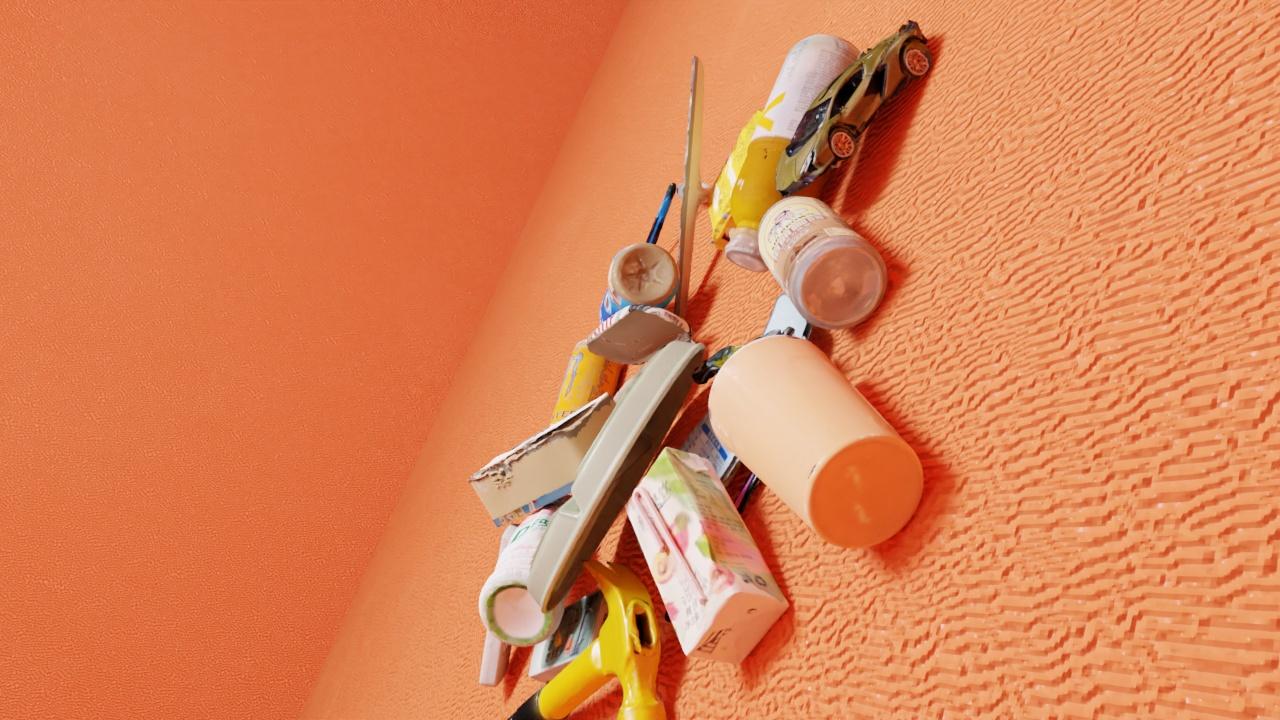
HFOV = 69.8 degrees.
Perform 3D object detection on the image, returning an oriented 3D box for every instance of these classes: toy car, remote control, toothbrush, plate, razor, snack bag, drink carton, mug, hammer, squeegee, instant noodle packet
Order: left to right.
[{"bbox_3d":[-0.127,0.231,0.876,0.058,0.021,0.150,-10,-70,-86],"label":"remote control"},{"bbox_3d":[-0.063,0.249,0.670,0.302,0.032,0.128,-53,34,43],"label":"hammer"},{"bbox_3d":[-0.055,0.224,0.744,0.135,0.019,0.056,-42,26,53],"label":"remote control"},{"bbox_3d":[-0.019,0.082,0.683,0.230,0.027,0.230,-59,-7,-12],"label":"plate"},{"bbox_3d":[0.009,-0.130,1.064,0.016,0.014,0.190,-62,-4,-48],"label":"toothbrush"},{"bbox_3d":[0.032,0.109,0.531,0.054,0.045,0.122,-57,34,22],"label":"drink carton"},{"bbox_3d":[0.059,-0.178,0.977,0.246,0.039,0.246,-86,0,-79],"label":"squeegee"},{"bbox_3d":[0.059,0.048,0.620,0.191,0.039,0.110,-57,3,17],"label":"snack bag"},{"bbox_3d":[0.058,0.001,0.607,0.042,0.022,0.143,-56,8,-12],"label":"razor"},{"bbox_3d":[0.068,0.087,0.584,0.189,0.017,0.014,-60,16,2],"label":"toothbrush"},{"bbox_3d":[0.099,-0.165,0.832,0.111,0.044,0.128,-57,14,28],"label":"instant noodle packet"},{"bbox_3d":[0.090,0.041,0.472,0.078,0.078,0.122,-61,21,10],"label":"mug"},{"bbox_3d":[0.147,-0.178,0.650,0.158,0.042,0.070,-51,12,-15],"label":"toy car"}]

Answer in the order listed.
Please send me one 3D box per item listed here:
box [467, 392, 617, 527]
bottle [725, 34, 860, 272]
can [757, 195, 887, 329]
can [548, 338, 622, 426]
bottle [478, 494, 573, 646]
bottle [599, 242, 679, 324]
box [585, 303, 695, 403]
[{"bbox_3d":[-0.079,0.093,0.858,0.185,0.062,0.089,-28,4,46],"label":"box"},{"bbox_3d":[0.117,-0.159,0.713,0.189,0.068,0.068,-67,15,-11],"label":"bottle"},{"bbox_3d":[0.113,-0.066,0.590,0.059,0.058,0.116,-58,15,18],"label":"can"},{"bbox_3d":[-0.061,0.048,0.982,0.058,0.058,0.145,-46,23,48],"label":"can"},{"bbox_3d":[-0.087,0.173,0.811,0.068,0.068,0.196,-59,3,15],"label":"bottle"},{"bbox_3d":[-0.008,-0.053,0.927,0.219,0.065,0.065,117,176,-75],"label":"bottle"},{"bbox_3d":[-0.005,0.006,0.840,0.163,0.075,0.086,-29,45,63],"label":"box"}]
